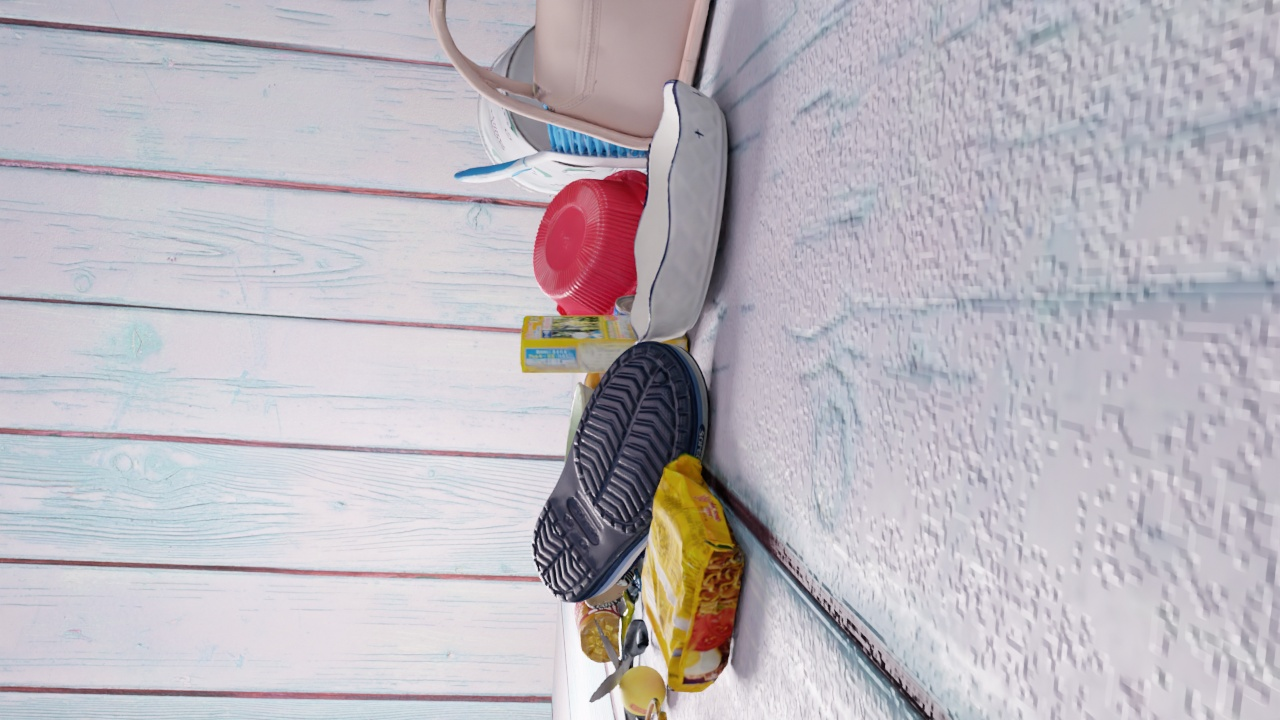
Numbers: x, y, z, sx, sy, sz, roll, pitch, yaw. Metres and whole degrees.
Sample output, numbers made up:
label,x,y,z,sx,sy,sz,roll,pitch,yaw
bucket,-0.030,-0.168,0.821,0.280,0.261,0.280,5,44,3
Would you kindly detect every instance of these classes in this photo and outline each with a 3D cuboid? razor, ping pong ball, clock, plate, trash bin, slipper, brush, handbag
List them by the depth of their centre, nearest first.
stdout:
label,x,y,z,sx,sy,sz,roll,pitch,yaw
clock,0.008,0.316,0.634,0.117,0.060,0.158,99,170,-48
plate,0.027,-0.110,0.706,0.205,0.045,0.205,-175,92,-85
slipper,-0.004,0.098,0.727,0.105,0.095,0.253,46,125,27
ping pong ball,0.002,0.279,0.776,0.040,0.040,0.040,-178,92,-83
handbag,-0.063,-0.289,0.787,0.194,0.234,0.093,100,169,-45
razor,-0.013,0.294,0.971,0.042,0.022,0.142,-154,67,-85
plate,-0.065,0.137,0.985,0.230,0.027,0.230,-177,91,-83
brush,-0.100,-0.244,1.026,0.060,0.315,0.109,-36,-51,-48
trash bin,-0.093,-0.335,1.199,0.252,0.229,0.229,-149,62,-76

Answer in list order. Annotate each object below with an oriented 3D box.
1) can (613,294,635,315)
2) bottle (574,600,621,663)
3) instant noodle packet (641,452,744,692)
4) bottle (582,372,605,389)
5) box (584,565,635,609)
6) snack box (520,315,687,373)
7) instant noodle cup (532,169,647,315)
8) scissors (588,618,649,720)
label,x,y,z,sx,sy,sz,roll,pitch,yaw
can,-0.005,0.005,0.919,0.053,0.053,0.135,-100,15,-63
bottle,-0.052,0.322,1.137,0.175,0.057,0.057,168,105,-83
instant noodle packet,0.031,0.134,0.591,0.128,0.044,0.111,-115,35,-69
bottle,-0.034,0.033,1.084,0.190,0.068,0.068,121,151,-76
box,-0.047,0.212,1.069,0.088,0.076,0.162,-52,27,24
snack box,-0.033,-0.015,0.798,0.087,0.140,0.034,-109,22,-72
instant noodle cup,-0.058,-0.126,1.008,0.194,0.065,0.193,-19,65,48
scissors,-0.017,0.279,0.813,0.180,0.014,0.159,-41,-57,-72
